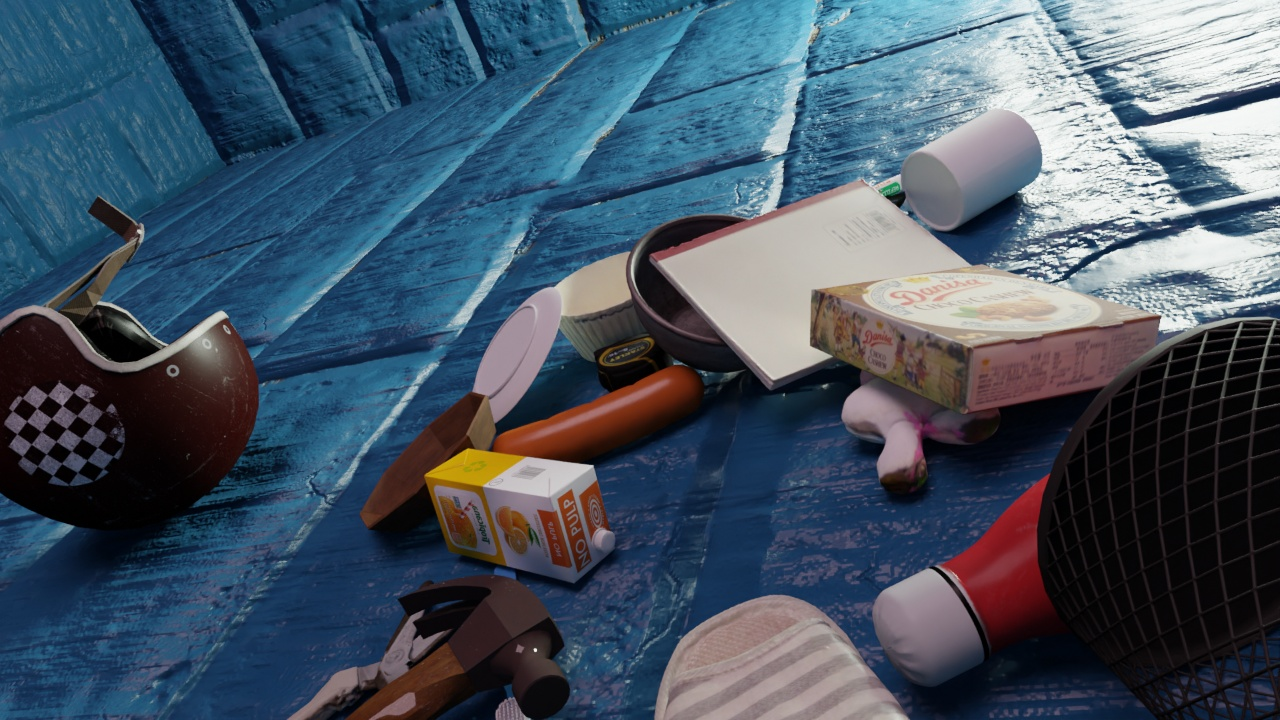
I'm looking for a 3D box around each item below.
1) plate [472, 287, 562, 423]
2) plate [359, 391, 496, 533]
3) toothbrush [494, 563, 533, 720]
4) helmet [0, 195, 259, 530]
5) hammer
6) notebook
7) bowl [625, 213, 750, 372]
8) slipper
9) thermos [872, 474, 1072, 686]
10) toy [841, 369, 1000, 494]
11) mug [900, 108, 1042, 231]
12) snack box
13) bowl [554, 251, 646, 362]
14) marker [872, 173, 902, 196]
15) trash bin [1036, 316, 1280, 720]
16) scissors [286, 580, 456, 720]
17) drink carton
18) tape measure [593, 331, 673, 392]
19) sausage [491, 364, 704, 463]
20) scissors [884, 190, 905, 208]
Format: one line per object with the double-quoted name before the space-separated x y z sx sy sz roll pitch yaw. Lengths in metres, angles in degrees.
"plate" -0.111 -0.006 0.777 0.135 0.011 0.134 -42 31 32
"plate" -0.151 0.078 0.675 0.131 0.025 0.131 -39 18 15
"toothbrush" -0.074 0.159 0.517 0.016 0.014 0.166 -22 26 -1
"helmet" -0.468 0.019 0.809 0.233 0.253 0.233 -53 16 -6
"hammer" -0.182 0.213 0.443 0.322 0.033 0.115 -32 30 -18
"notebook" 0.134 -0.065 0.675 0.208 0.012 0.153 -22 51 -23
"bowl" 0.060 -0.042 0.703 0.145 0.067 0.144 2 47 -2
"slipper" 0.063 0.181 0.336 0.114 0.054 0.272 -25 27 5
"thermos" 0.212 0.072 0.399 0.240 0.073 0.073 -25 26 -5
"toy" 0.163 0.030 0.555 0.079 0.038 0.122 -24 27 9
"mug" 0.279 -0.162 0.806 0.090 0.074 0.111 -30 2 -16
"snack box" 0.203 -0.018 0.560 0.143 0.041 0.147 -9 20 -22
"bowl" -0.019 -0.043 0.801 0.115 0.062 0.115 -17 26 9
"marker" 0.281 -0.187 0.898 0.145 0.017 0.017 -26 26 -7
"trash bin" 0.237 0.083 0.255 0.184 0.184 0.210 -24 21 -4
"scissors" -0.165 0.199 0.508 0.179 0.015 0.198 -22 26 0
"drink carton" -0.075 0.096 0.579 0.123 0.058 0.040 2 24 39
"tape measure" -0.004 0.004 0.734 0.062 0.034 0.061 -21 24 4
"sausage" -0.030 0.047 0.668 0.164 0.039 0.044 -22 26 0
"scissors" 0.127 -0.097 0.824 0.201 0.015 0.205 -35 23 -20
